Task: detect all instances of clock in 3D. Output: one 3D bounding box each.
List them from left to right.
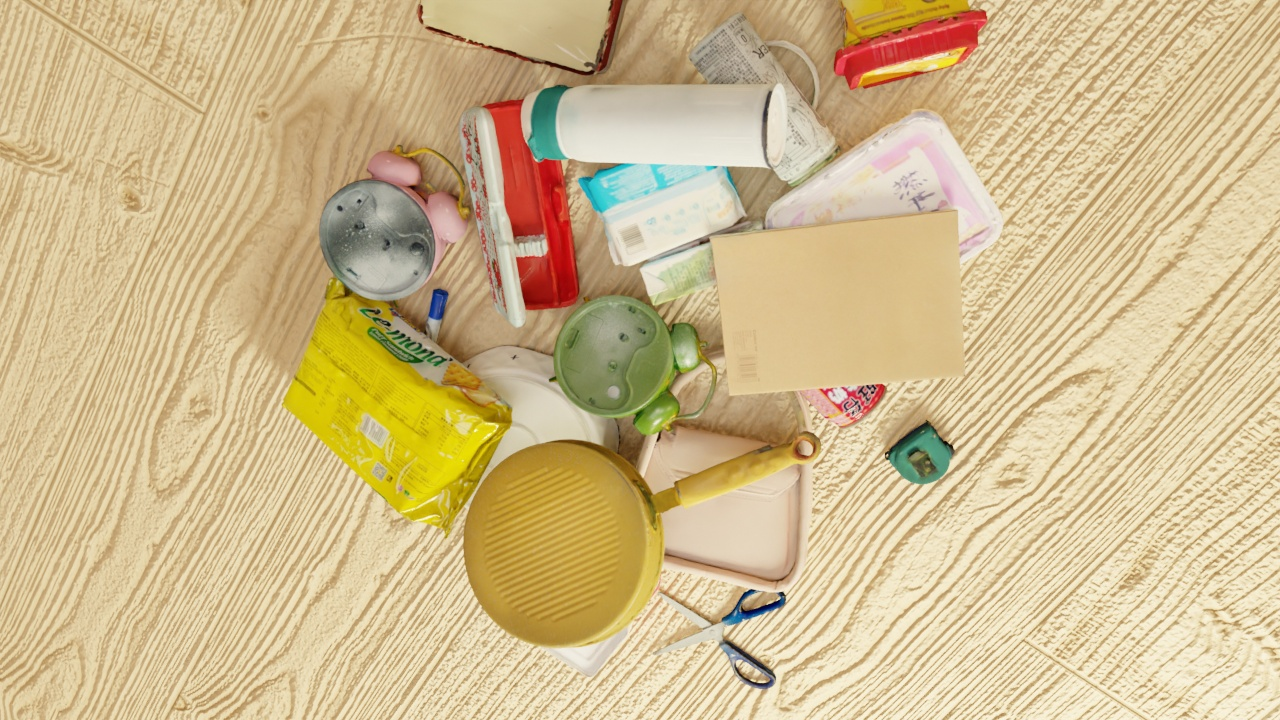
[{"bbox_3d":[-0.233,-0.134,0.888,0.117,0.059,0.159,41,111,-6],"label":"clock"},{"bbox_3d":[-0.005,0.005,0.877,0.161,0.056,0.116,22,88,18],"label":"clock"}]

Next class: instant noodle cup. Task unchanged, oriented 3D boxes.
[{"bbox_3d":[-0.052,0.252,0.961,0.116,0.124,0.116,34,111,-4],"label":"instant noodle cup"},{"bbox_3d":[0.214,-0.127,0.822,0.174,0.060,0.138,-33,101,16],"label":"instant noodle cup"},{"bbox_3d":[0.207,-0.297,0.742,0.116,0.116,0.123,-11,96,12],"label":"instant noodle cup"}]

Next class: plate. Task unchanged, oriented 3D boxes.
[{"bbox_3d":[-0.128,0.088,0.958,0.205,0.045,0.205,3,110,8],"label":"plate"}]

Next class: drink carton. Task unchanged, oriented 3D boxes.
[{"bbox_3d":[0.063,-0.094,0.860,0.123,0.053,0.045,-18,101,14],"label":"drink carton"}]

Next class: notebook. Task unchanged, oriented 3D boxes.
[{"bbox_3d":[0.174,-0.047,0.813,0.212,0.012,0.149,-5,105,11],"label":"notebook"}]

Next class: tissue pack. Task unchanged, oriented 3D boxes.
[{"bbox_3d":[0.021,-0.151,0.840,0.140,0.063,0.090,-20,106,15],"label":"tissue pack"}]

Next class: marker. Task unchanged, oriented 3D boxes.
[{"bbox_3d":[-0.222,-0.005,0.954,0.017,0.016,0.146,18,111,2],"label":"marker"}]

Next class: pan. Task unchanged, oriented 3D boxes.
[{"bbox_3d":[0.000,0.143,0.867,0.358,0.078,0.197,-25,76,14],"label":"pan"}]

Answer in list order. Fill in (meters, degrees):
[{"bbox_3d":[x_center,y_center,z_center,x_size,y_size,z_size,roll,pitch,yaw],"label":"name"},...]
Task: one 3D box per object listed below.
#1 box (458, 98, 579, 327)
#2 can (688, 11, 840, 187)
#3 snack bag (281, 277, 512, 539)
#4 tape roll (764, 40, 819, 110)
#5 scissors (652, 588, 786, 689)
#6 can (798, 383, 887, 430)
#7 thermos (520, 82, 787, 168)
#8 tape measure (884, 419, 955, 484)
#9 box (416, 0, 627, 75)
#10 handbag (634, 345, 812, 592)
[{"bbox_3d":[-0.120,-0.135,0.850,0.095,0.098,0.201,-4,109,11],"label":"box"},{"bbox_3d":[0.107,-0.223,0.789,0.058,0.058,0.147,-37,100,18],"label":"can"},{"bbox_3d":[-0.251,0.050,0.918,0.246,0.068,0.158,37,112,14],"label":"snack bag"},{"bbox_3d":[0.117,-0.241,0.821,0.086,0.013,0.086,3,109,8],"label":"tape roll"},{"bbox_3d":[0.093,0.305,1.017,0.174,0.012,0.162,-30,103,18],"label":"scissors"},{"bbox_3d":[0.181,0.013,0.872,0.094,0.066,0.067,45,109,-8],"label":"can"},{"bbox_3d":[0.007,-0.200,0.771,0.224,0.073,0.073,7,111,21],"label":"thermos"},{"bbox_3d":[0.279,0.095,0.908,0.058,0.025,0.054,-41,98,20],"label":"tape measure"},{"bbox_3d":[-0.103,-0.311,0.796,0.168,0.077,0.091,17,112,2],"label":"box"},{"bbox_3d":[0.086,0.100,0.919,0.193,0.093,0.234,10,102,6],"label":"handbag"}]
